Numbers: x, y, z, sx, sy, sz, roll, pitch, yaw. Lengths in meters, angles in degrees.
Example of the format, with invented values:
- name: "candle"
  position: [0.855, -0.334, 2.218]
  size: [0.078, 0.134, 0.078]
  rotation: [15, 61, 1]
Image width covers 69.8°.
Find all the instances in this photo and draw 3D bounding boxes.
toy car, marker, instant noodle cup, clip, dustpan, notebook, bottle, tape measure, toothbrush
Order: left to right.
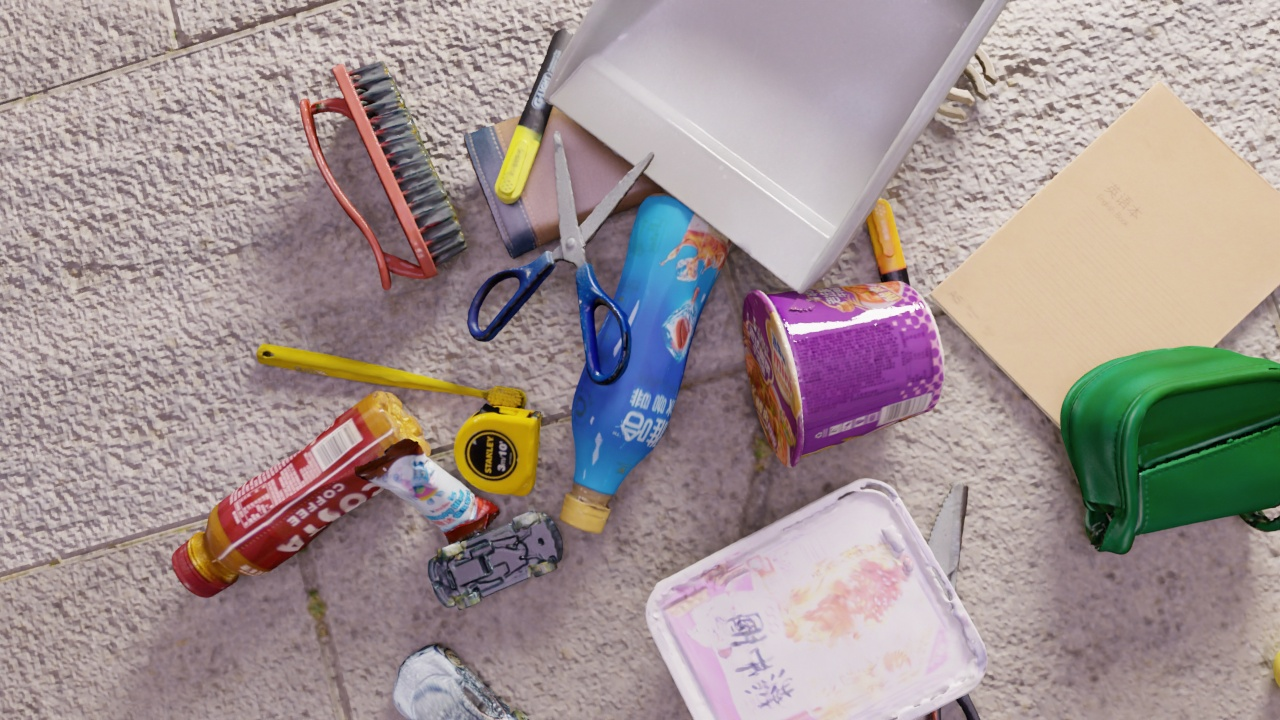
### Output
- name: "bottle"
  position: [-0.225, 0.091, 0.604]
  size: [0.175, 0.057, 0.057]
  rotation: [-35, 84, 1]
- name: "toothbrush"
  position: [-0.171, 0.011, 0.627]
  size: [0.190, 0.016, 0.015]
  rotation: [10, 85, 5]
- name: "toy car"
  position: [-0.118, 0.233, 0.601]
  size: [0.105, 0.031, 0.049]
  rotation: [40, 89, 6]
- name: "toy car"
  position: [-0.094, 0.131, 0.605]
  size: [0.090, 0.034, 0.043]
  rotation: [-24, 82, 0]
- name: "tape measure"
  position: [-0.093, 0.058, 0.611]
  size: [0.057, 0.028, 0.060]
  rotation: [8, 106, 5]
- name: "marker"
  position: [-0.069, -0.162, 0.601]
  size: [0.018, 0.015, 0.124]
  rotation: [19, 82, 1]
- name: "bottle"
  position: [-0.004, 0.003, 0.593]
  size: [0.065, 0.065, 0.218]
  rotation: [20, 88, 5]
- name: "dustpan"
  position: [0.091, -0.218, 0.514]
  size: [0.223, 0.143, 0.257]
  rotation: [40, 83, 16]
- name: "instant noodle cup"
  position: [0.106, 0.167, 0.569]
  size: [0.173, 0.060, 0.138]
  rotation: [-29, 79, 7]
- name: "instant noodle cup"
  position: [0.124, 0.000, 0.568]
  size: [0.099, 0.112, 0.111]
  rotation: [-14, 85, -7]
- name: "marker"
  position: [0.171, -0.047, 0.609]
  size: [0.018, 0.015, 0.124]
  rotation: [-13, 87, 7]
- name: "clip"
  position: [0.189, -0.204, 0.611]
  size: [0.076, 0.035, 0.100]
  rotation: [-42, 80, 1]
- name: "notebook"
  position: [0.317, -0.060, 0.603]
  size: [0.211, 0.012, 0.149]
  rotation: [-43, 84, -1]

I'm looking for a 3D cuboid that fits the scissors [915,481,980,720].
- name: "scissors"
  position: [0.202, 0.188, 0.591]
  size: [0.210, 0.015, 0.177]
  rotation: [-45, 83, 0]

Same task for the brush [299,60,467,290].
- name: "brush"
  position: [-0.172, -0.120, 0.614]
  size: [0.069, 0.063, 0.146]
  rotation: [-25, 86, -10]

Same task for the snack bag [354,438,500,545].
- name: "snack bag"
  position: [-0.134, 0.084, 0.590]
  size: [0.045, 0.105, 0.026]
  rotation: [-27, 45, 12]

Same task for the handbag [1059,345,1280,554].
- name: "handbag"
  position: [0.332, 0.055, 0.561]
  size: [0.131, 0.068, 0.120]
  rotation: [-8, 103, -6]

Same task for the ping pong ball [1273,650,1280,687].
- name: "ping pong ball"
  position: [0.412, 0.192, 0.563]
  size: [0.040, 0.040, 0.040]
  rotation: [0, 86, 4]

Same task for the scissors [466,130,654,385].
- name: "scissors"
  position: [-0.048, -0.061, 0.580]
  size: [0.163, 0.012, 0.175]
  rotation: [-25, 73, 25]

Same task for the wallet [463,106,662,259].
- name: "wallet"
  position: [-0.053, -0.131, 0.623]
  size: [0.115, 0.033, 0.090]
  rotation: [-22, 87, 1]
